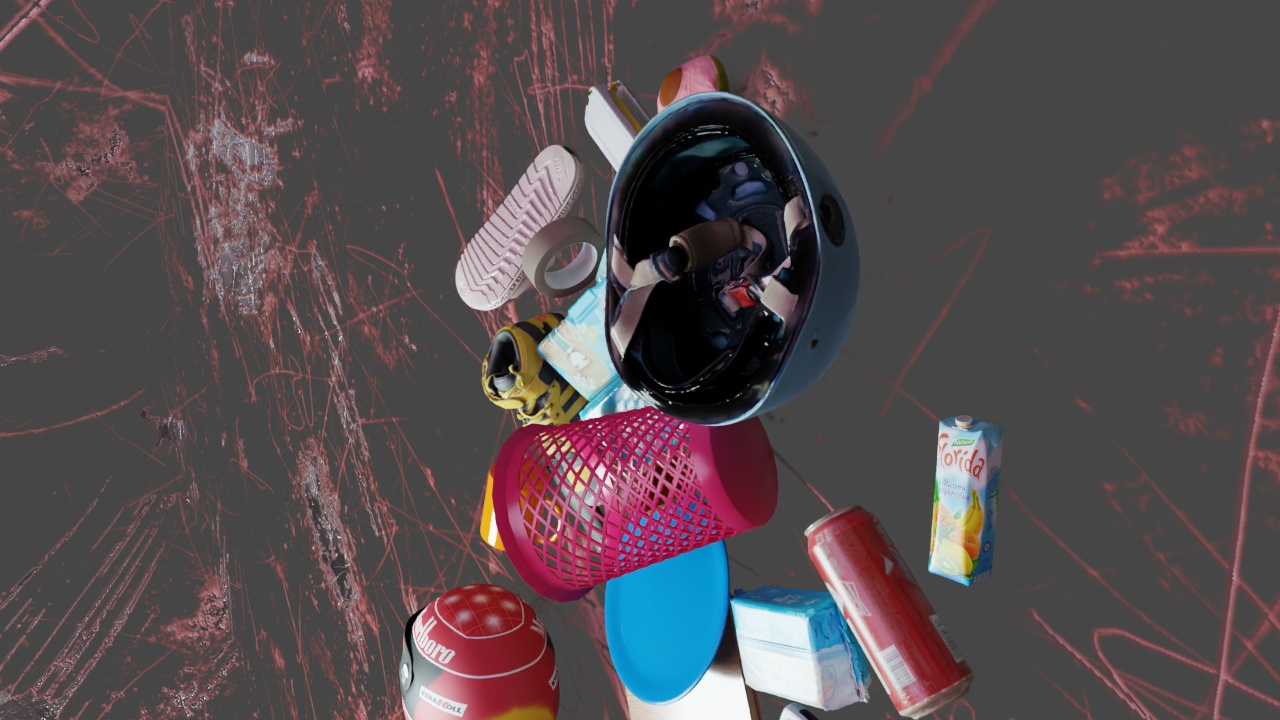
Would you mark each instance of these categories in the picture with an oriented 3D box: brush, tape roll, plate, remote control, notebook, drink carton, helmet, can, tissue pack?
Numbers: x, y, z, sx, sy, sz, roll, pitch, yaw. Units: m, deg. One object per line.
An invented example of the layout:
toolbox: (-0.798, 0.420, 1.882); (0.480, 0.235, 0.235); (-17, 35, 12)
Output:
brush: (0.032, 0.127, 0.983); (0.127, 0.017, 0.048); (-36, 51, 47)
tape roll: (-0.085, -0.116, 1.032); (0.030, 0.093, 0.094); (53, 134, 31)
plate: (0.031, 0.248, 0.977); (0.225, 0.024, 0.224); (-32, 51, 49)
remote control: (0.151, 0.400, 0.890); (0.060, 0.025, 0.139); (35, 123, 43)
notebook: (0.047, 0.339, 1.002); (0.211, 0.022, 0.169); (-25, 72, 51)
drink carton: (0.248, 0.104, 0.701); (0.044, 0.038, 0.129); (14, 107, 50)
helmet: (-0.219, 0.410, 1.221); (0.271, 0.197, 0.225); (26, 117, 55)
can: (0.202, 0.203, 0.756); (0.067, 0.067, 0.170); (-51, 58, 43)
helmet: (0.079, -0.084, 0.771); (0.226, 0.166, 0.265); (-3, 93, 40)
tissue pack: (0.147, 0.259, 0.841); (0.145, 0.061, 0.093); (-12, 89, 55)
remote control: (-0.078, 0.172, 1.138); (0.152, 0.020, 0.041); (55, 136, 28)

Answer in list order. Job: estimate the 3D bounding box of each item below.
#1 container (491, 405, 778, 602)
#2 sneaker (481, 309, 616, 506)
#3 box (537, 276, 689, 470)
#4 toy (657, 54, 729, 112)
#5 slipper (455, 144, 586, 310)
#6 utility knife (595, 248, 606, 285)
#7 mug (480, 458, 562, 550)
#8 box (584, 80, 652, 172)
container: (0.003, 0.120, 0.883); (0.226, 0.182, 0.183); (-20, 80, 30)
sneaker: (-0.108, 0.060, 1.073); (0.086, 0.121, 0.238); (-21, 80, 53)
box: (-0.005, 0.004, 0.949); (0.182, 0.039, 0.228); (48, 137, -1)
toy: (0.053, -0.229, 0.871); (0.090, 0.051, 0.110); (-5, 93, 53)
slipper: (-0.135, -0.152, 1.116); (0.240, 0.064, 0.094); (-50, 60, 24)
utility knife: (-0.031, -0.121, 1.028); (0.022, 0.015, 0.121); (33, 127, 14)
mug: (-0.150, 0.194, 1.199); (0.113, 0.077, 0.096); (21, 116, 17)
box: (0.007, -0.207, 0.954); (0.209, 0.044, 0.066); (57, 148, 27)
